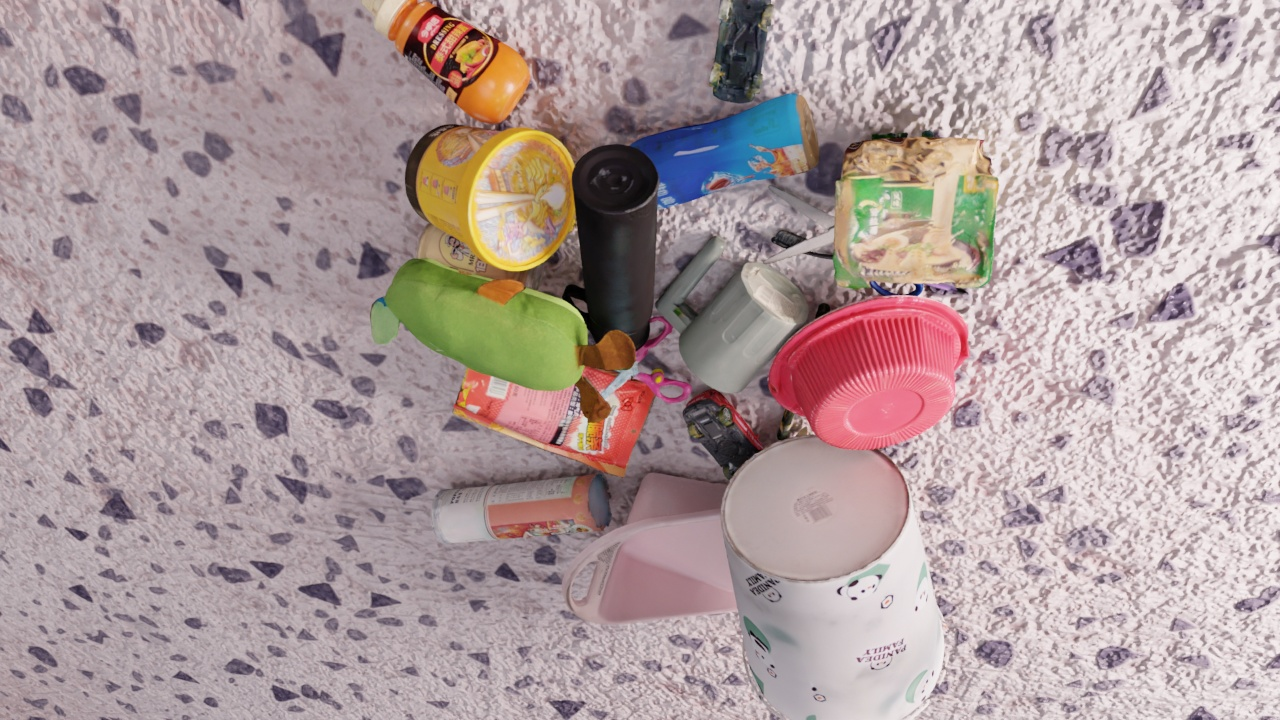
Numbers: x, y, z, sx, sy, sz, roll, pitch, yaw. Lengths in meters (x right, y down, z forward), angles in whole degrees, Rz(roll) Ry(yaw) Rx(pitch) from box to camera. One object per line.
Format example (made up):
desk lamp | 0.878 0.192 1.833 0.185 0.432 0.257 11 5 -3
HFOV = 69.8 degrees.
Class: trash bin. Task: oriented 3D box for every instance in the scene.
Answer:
trash bin | 0.196 0.226 0.959 0.230 0.228 0.252 -5 131 17

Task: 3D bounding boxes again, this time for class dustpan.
dustpan | 0.054 0.251 1.084 0.273 0.138 0.223 15 130 2

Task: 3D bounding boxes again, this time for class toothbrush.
toothbrush | 0.165 0.018 0.941 0.012 0.017 0.186 15 131 6
toothbrush | 0.212 -0.089 0.844 0.189 0.014 0.017 16 119 0

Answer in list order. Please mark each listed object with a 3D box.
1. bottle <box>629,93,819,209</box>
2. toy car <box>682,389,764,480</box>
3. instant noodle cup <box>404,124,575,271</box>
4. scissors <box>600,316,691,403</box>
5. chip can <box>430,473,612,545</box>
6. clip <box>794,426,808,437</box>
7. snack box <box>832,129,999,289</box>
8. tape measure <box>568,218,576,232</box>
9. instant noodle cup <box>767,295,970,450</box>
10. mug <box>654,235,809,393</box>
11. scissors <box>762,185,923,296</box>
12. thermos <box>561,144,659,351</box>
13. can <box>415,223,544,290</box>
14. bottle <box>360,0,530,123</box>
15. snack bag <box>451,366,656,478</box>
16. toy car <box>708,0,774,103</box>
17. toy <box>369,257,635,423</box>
bottle | 0.039 -0.169 0.786 0.219 0.065 0.065 -10 126 22
toy car | 0.095 0.081 0.993 0.053 0.045 0.120 -23 115 31
instant noodle cup | -0.134 -0.149 0.796 0.114 0.118 0.119 24 141 39
scissors | -0.005 0.004 0.953 0.133 0.017 0.134 14 117 -11
chip can | -0.145 0.182 1.119 0.215 0.071 0.071 -9 126 20
clip | 0.165 0.116 1.017 0.070 0.034 0.100 38 119 -17
snack box | 0.217 -0.126 0.735 0.118 0.105 0.118 2 111 13
tape measure | -0.099 -0.137 0.870 0.057 0.028 0.060 -22 121 29
instant noodle cup | 0.222 0.024 0.863 0.194 0.065 0.194 -6 142 -5
mug | 0.084 -0.045 0.877 0.124 0.083 0.104 46 128 7
scissors | 0.193 -0.115 0.817 0.176 0.012 0.163 40 120 -12
thermos | -0.031 -0.087 0.815 0.090 0.068 0.243 12 153 5
can | -0.156 -0.095 0.898 0.116 0.058 0.059 13 131 2
bottle | -0.166 -0.262 0.765 0.149 0.066 0.067 35 129 -7
snack bag | -0.095 0.048 1.004 0.208 0.073 0.129 17 118 -7
toy car | 0.080 -0.250 0.728 0.043 0.034 0.091 11 129 8
toy | -0.126 -0.027 0.853 0.246 0.089 0.227 23 154 -5
